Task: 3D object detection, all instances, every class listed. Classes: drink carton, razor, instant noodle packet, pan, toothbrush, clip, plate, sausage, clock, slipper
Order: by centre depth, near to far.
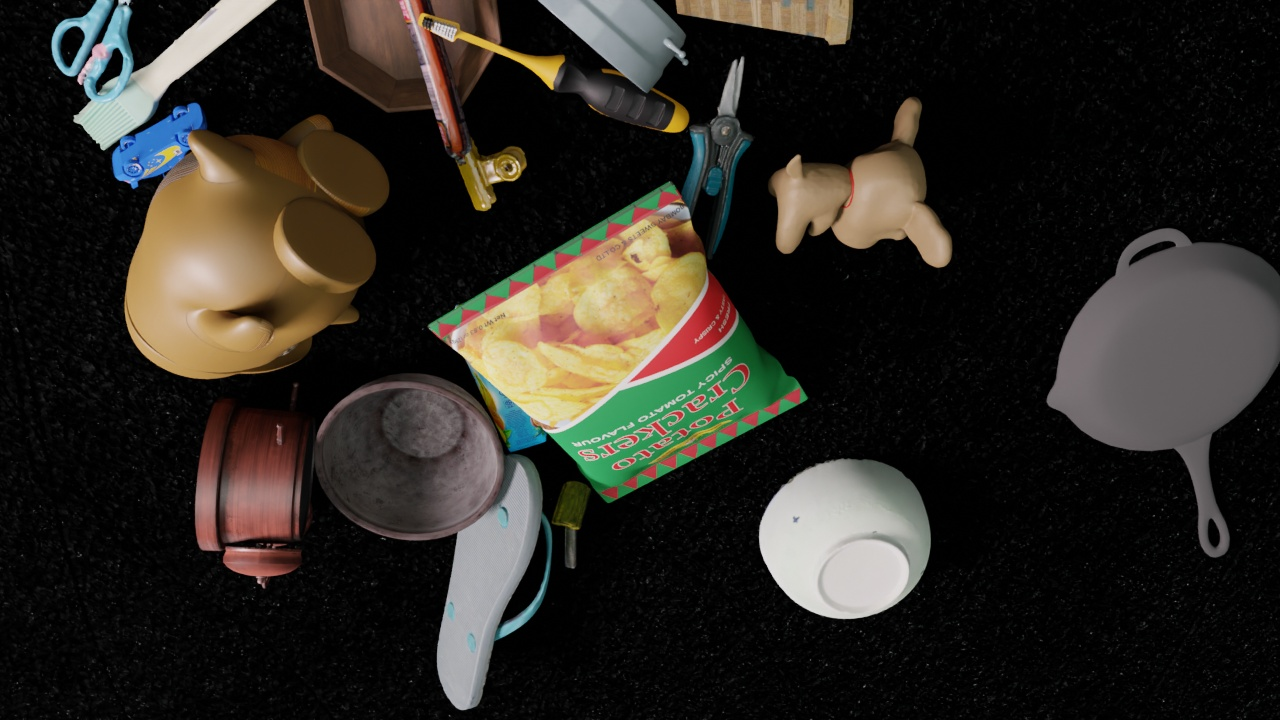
[{"bbox_3d":[-0.039,-0.232,0.570,0.159,0.122,0.045,41,104,-6],"label":"clock"},{"bbox_3d":[-0.138,-0.204,0.602,0.020,0.020,0.155,-13,117,3],"label":"sausage"},{"bbox_3d":[-0.156,-0.233,0.613,0.131,0.025,0.131,-1,117,-3],"label":"plate"},{"bbox_3d":[-0.053,-0.194,0.620,0.196,0.030,0.031,15,119,-24],"label":"toothbrush"},{"bbox_3d":[-0.107,-0.136,0.660,0.047,0.039,0.053,-13,115,11],"label":"clip"},{"bbox_3d":[-0.004,0.004,0.699,0.196,0.090,0.253,-29,132,11],"label":"instant noodle packet"},{"bbox_3d":[-0.299,0.104,0.724,0.072,0.120,0.158,5,108,-14],"label":"clock"},{"bbox_3d":[-0.111,0.010,0.727,0.038,0.044,0.129,-17,117,5],"label":"drink carton"},{"bbox_3d":[0.476,0.047,0.792,0.217,0.024,0.355,-24,116,8],"label":"pan"},{"bbox_3d":[-0.060,0.151,0.799,0.026,0.042,0.106,10,139,4],"label":"razor"},{"bbox_3d":[-0.126,0.187,0.802,0.054,0.098,0.269,-3,124,-40],"label":"slipper"}]

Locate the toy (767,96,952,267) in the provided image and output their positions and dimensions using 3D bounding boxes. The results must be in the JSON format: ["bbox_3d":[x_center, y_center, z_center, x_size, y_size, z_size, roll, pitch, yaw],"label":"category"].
[{"bbox_3d":[0.150,-0.118,0.656,0.108,0.134,0.106,-4,159,-2],"label":"toy"}]

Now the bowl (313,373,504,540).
[{"bbox_3d":[-0.180,0.067,0.738,0.145,0.067,0.145,-1,117,-3],"label":"bowl"}]

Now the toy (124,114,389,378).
[{"bbox_3d":[-0.271,-0.057,0.635,0.162,0.198,0.204,29,132,-35],"label":"toy"}]

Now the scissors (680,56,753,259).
[{"bbox_3d":[0.059,-0.142,0.676,0.129,0.019,0.137,-35,121,4],"label":"scissors"}]

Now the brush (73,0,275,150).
[{"bbox_3d":[-0.297,-0.218,0.622,0.218,0.012,0.033,-34,113,11],"label":"brush"}]

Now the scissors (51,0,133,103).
[{"bbox_3d":[-0.346,-0.240,0.606,0.063,0.015,0.139,34,101,5],"label":"scissors"}]

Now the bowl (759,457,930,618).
[{"bbox_3d":[0.187,0.169,0.809,0.153,0.072,0.154,-2,117,-4],"label":"bowl"}]

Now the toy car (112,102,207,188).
[{"bbox_3d":[-0.334,-0.135,0.655,0.092,0.033,0.062,-29,148,2],"label":"toy car"}]

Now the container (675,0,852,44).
[{"bbox_3d":[0.110,-0.318,0.520,0.186,0.157,0.250,-1,117,9],"label":"container"}]
